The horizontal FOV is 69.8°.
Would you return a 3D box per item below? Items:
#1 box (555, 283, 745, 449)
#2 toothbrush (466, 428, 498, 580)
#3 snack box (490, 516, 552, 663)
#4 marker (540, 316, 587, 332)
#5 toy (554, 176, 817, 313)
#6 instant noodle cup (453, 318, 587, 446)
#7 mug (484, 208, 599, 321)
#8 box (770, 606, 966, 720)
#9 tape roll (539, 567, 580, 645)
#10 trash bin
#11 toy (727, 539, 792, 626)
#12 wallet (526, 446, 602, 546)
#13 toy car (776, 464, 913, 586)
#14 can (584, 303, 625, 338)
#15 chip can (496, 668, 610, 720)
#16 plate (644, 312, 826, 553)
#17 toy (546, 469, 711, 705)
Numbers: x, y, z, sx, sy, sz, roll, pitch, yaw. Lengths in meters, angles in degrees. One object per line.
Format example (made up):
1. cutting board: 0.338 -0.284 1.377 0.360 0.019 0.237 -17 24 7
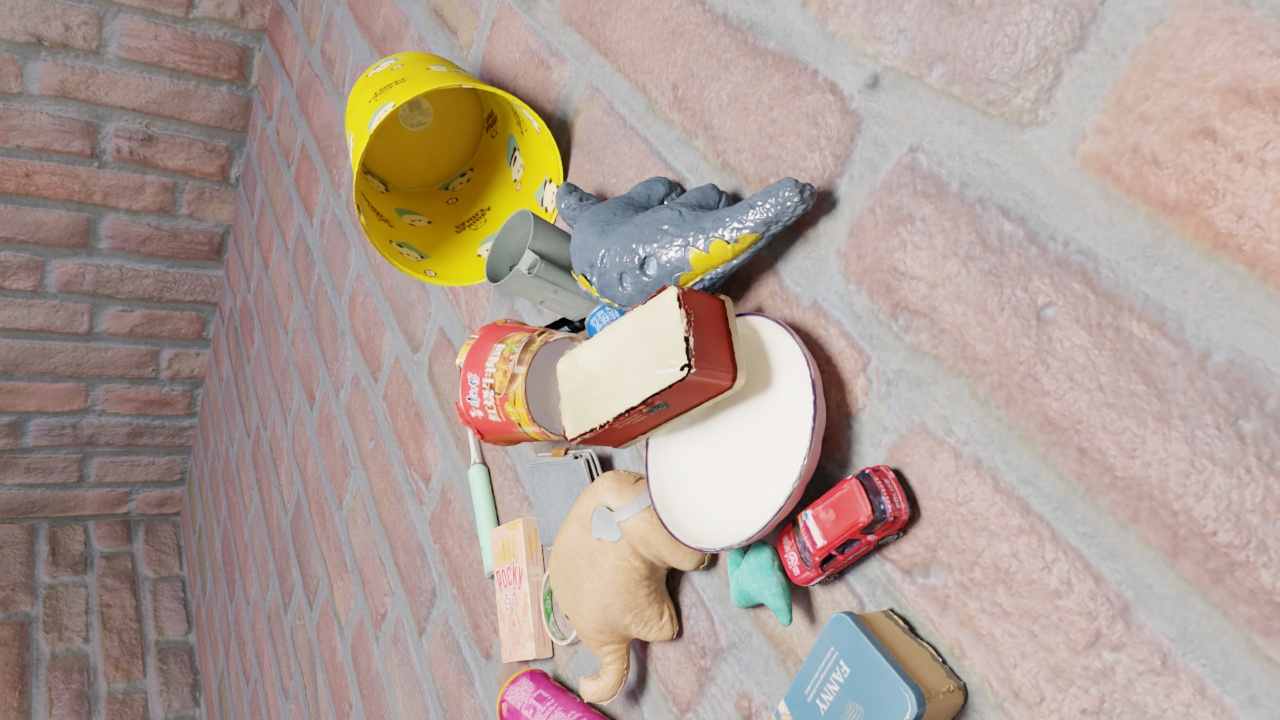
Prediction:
1. box: -0.003 0.006 0.752 0.169 0.076 0.091 -31 58 43
2. toothbrush: -0.201 0.166 1.158 0.027 0.026 0.224 110 148 -60
3. snack box: -0.139 0.265 1.060 0.085 0.026 0.157 -30 63 51
4. marker: -0.094 -0.036 1.026 0.132 0.020 0.022 -18 63 55
5. toy: 0.005 -0.107 0.814 0.357 0.091 0.138 19 83 54
6. instant noodle cup: -0.107 0.025 0.951 0.109 0.137 0.138 2 89 47
7. mug: -0.085 -0.088 0.922 0.084 0.103 0.124 -60 35 7
8. box: 0.144 0.249 0.621 0.090 0.059 0.185 46 126 46
9. tape roll: -0.083 0.262 0.989 0.086 0.013 0.085 -7 81 56
10. trash bin: -0.240 -0.246 1.092 0.255 0.229 0.230 52 129 51
11. toy: 0.087 0.166 0.723 0.092 0.030 0.096 124 136 -62
12. wallet: -0.072 0.143 0.965 0.130 0.036 0.106 -14 86 55
13. toy car: 0.138 0.119 0.653 0.121 0.045 0.053 -53 45 42
14. can: -0.005 0.005 0.861 0.053 0.053 0.134 -59 43 35
15. chip can: -0.064 0.373 0.903 0.211 0.071 0.071 6 93 55
16. plate: 0.077 0.058 0.727 0.193 0.039 0.192 -28 53 45
17. toy: -0.025 0.205 0.839 0.143 0.082 0.226 33 116 28
